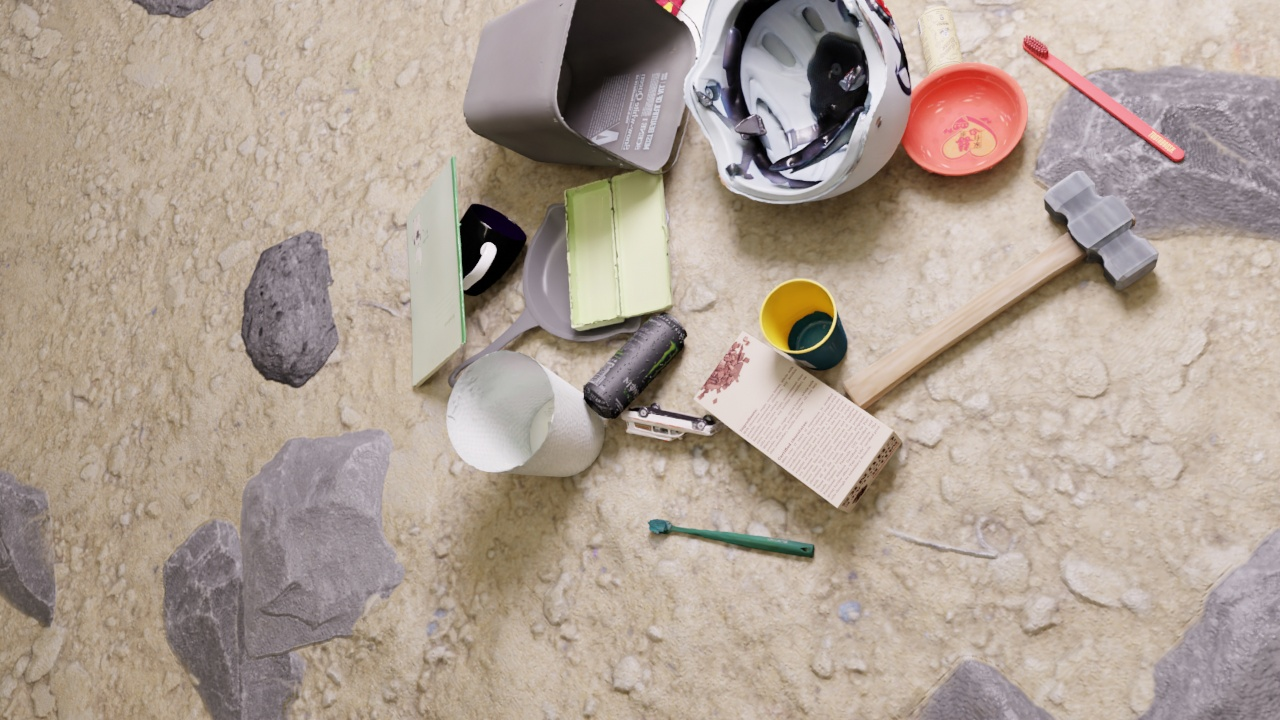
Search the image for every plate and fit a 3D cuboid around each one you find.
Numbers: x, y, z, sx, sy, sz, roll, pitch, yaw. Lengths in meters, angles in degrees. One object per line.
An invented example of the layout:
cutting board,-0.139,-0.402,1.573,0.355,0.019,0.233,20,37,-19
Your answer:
plate,0.095,-0.422,1.156,0.104,0.026,0.104,-6,74,22

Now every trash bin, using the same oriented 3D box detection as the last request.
trash bin,-0.120,0.072,1.048,0.133,0.161,0.133,-6,74,22
trash bin,-0.081,-0.332,1.098,0.220,0.197,0.197,9,84,47

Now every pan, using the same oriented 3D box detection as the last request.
pan,-0.105,-0.076,1.155,0.355,0.024,0.216,-39,65,9

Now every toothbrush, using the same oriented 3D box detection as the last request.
toothbrush,0.095,0.193,1.004,0.190,0.017,0.016,4,79,24
toothbrush,0.479,-0.277,0.958,0.012,0.018,0.212,-43,65,8

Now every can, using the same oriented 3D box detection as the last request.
can,-0.006,0.006,1.057,0.054,0.054,0.137,36,73,27
can,0.336,-0.352,1.027,0.038,0.038,0.079,-12,72,20

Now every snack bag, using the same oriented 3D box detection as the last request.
snack bag,0.161,0.060,0.980,0.206,0.070,0.094,37,93,27

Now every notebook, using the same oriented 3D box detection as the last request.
notebook,-0.266,-0.111,1.185,0.182,0.010,0.252,-30,61,52

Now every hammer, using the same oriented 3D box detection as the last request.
hammer,0.352,-0.053,0.942,0.323,0.051,0.117,-36,66,14

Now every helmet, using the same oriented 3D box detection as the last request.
helmet,0.186,-0.306,0.997,0.237,0.163,0.264,-21,85,43

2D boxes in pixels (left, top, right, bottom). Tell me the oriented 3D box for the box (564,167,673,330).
box,-0.027,-0.137,1.108,0.137,0.024,0.187,-14,71,25

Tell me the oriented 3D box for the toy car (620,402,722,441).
toy car,0.035,0.075,1.052,0.113,0.039,0.039,11,102,25

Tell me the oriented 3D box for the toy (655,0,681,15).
toy,0.012,-0.447,1.175,0.137,0.067,0.105,-50,32,0

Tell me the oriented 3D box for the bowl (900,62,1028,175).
bowl,0.349,-0.253,0.993,0.131,0.045,0.130,-6,75,22

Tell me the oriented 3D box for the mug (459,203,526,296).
mug,-0.205,-0.130,1.168,0.100,0.085,0.118,-55,21,19

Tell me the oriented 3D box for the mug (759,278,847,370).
mug,0.179,-0.030,0.967,0.078,0.121,0.078,-6,74,21
